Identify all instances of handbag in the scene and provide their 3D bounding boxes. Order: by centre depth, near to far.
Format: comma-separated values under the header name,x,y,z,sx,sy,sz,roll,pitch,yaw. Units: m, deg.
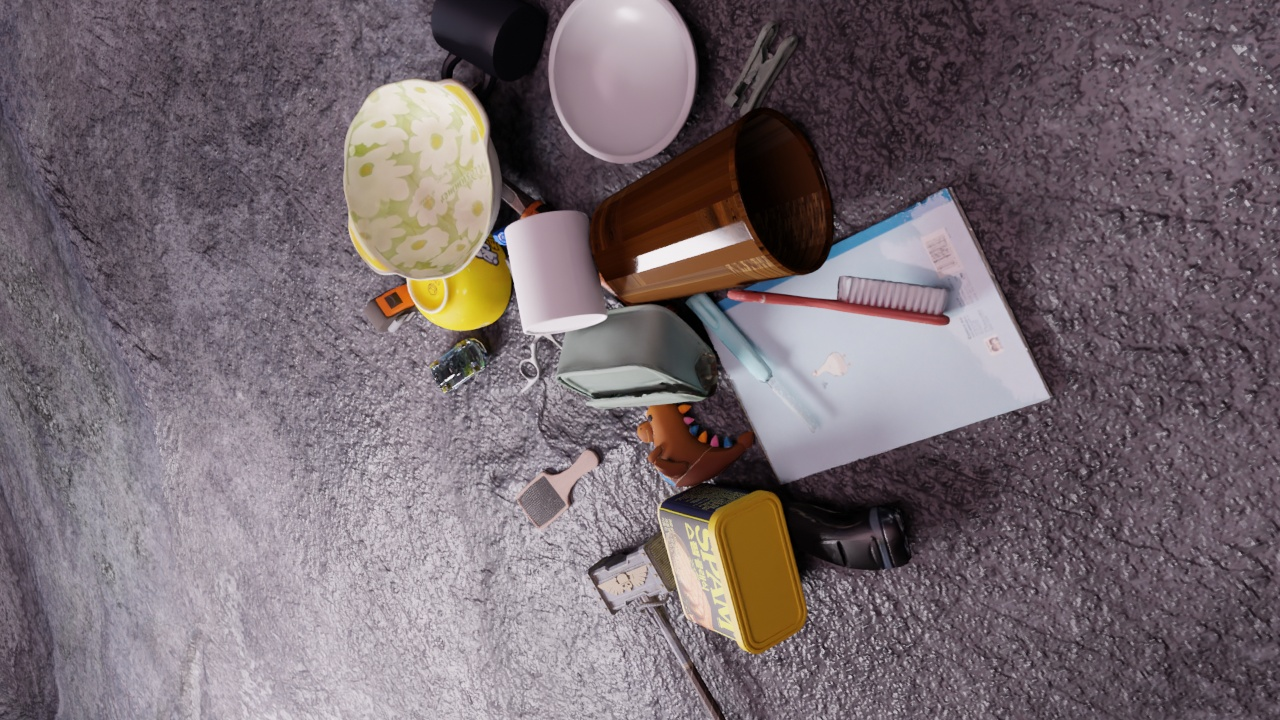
name,x,y,z,sx,sy,sz,roll,pitch,yaw
handbag,-0.005,0.005,0.844,0.122,0.106,0.067,-7,62,37

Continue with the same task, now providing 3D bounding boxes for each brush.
name,x,y,z,sx,sy,sz,roll,pitch,yaw
brush,0.155,-0.052,0.718,0.172,0.041,0.030,7,99,9
brush,-0.090,0.138,0.998,0.050,0.015,0.136,52,126,7

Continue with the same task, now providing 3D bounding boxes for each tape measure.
name,x,y,z,sx,sy,sz,roll,pitch,yaw
tape measure,-0.275,-0.056,1.029,0.058,0.058,0.038,-40,82,38

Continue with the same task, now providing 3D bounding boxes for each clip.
name,x,y,z,sx,sy,sz,roll,pitch,yaw
clip,0.098,-0.236,0.746,0.042,0.023,0.076,41,125,14

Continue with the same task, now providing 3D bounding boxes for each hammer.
name,x,y,z,sx,sy,sz,roll,pitch,yaw
hammer,-0.084,-0.142,0.890,0.314,0.034,0.138,40,123,15
hammer,0.062,0.337,0.947,0.099,0.044,0.322,-32,87,36

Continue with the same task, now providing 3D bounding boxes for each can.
name,x,y,z,sx,sy,sz,roll,pitch,yaw
can,0.081,0.186,0.847,0.104,0.075,0.135,1,108,60

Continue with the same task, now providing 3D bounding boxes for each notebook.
name,x,y,z,sx,sy,sz,roll,pitch,yaw
notebook,0.183,-0.009,0.774,0.254,0.009,0.181,-25,91,37

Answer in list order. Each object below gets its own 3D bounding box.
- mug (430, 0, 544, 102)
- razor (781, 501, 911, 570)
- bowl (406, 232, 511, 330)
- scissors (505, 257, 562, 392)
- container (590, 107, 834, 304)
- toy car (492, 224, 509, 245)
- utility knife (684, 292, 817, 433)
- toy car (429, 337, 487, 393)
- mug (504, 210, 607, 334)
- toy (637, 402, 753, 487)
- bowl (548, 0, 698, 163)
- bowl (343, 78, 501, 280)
name,x,y,z,sx,sy,sz,roll,pitch,yaw
mug,-0.148,-0.292,0.852,0.077,0.071,0.105,33,106,20
razor,0.174,0.147,0.813,0.141,0.063,0.053,4,125,46
bowl,-0.201,-0.085,0.964,0.117,0.067,0.117,11,112,30
scissors,-0.109,-0.031,0.939,0.141,0.014,0.159,46,131,-6
container,0.052,-0.114,0.759,0.168,0.131,0.132,-15,97,41
toy car,-0.089,-0.102,0.871,0.092,0.033,0.062,-2,117,28
utility knife,0.099,0.001,0.816,0.165,0.015,0.022,49,127,13
toy car,-0.199,0.004,1.017,0.090,0.027,0.038,-30,86,37
mug,-0.078,-0.072,0.811,0.111,0.073,0.090,148,112,-73
toy,0.051,0.070,0.873,0.103,0.070,0.090,-28,76,14
bowl,-0.008,-0.249,0.798,0.150,0.043,0.150,11,112,30
bowl,-0.200,-0.175,0.890,0.188,0.060,0.220,51,123,9
